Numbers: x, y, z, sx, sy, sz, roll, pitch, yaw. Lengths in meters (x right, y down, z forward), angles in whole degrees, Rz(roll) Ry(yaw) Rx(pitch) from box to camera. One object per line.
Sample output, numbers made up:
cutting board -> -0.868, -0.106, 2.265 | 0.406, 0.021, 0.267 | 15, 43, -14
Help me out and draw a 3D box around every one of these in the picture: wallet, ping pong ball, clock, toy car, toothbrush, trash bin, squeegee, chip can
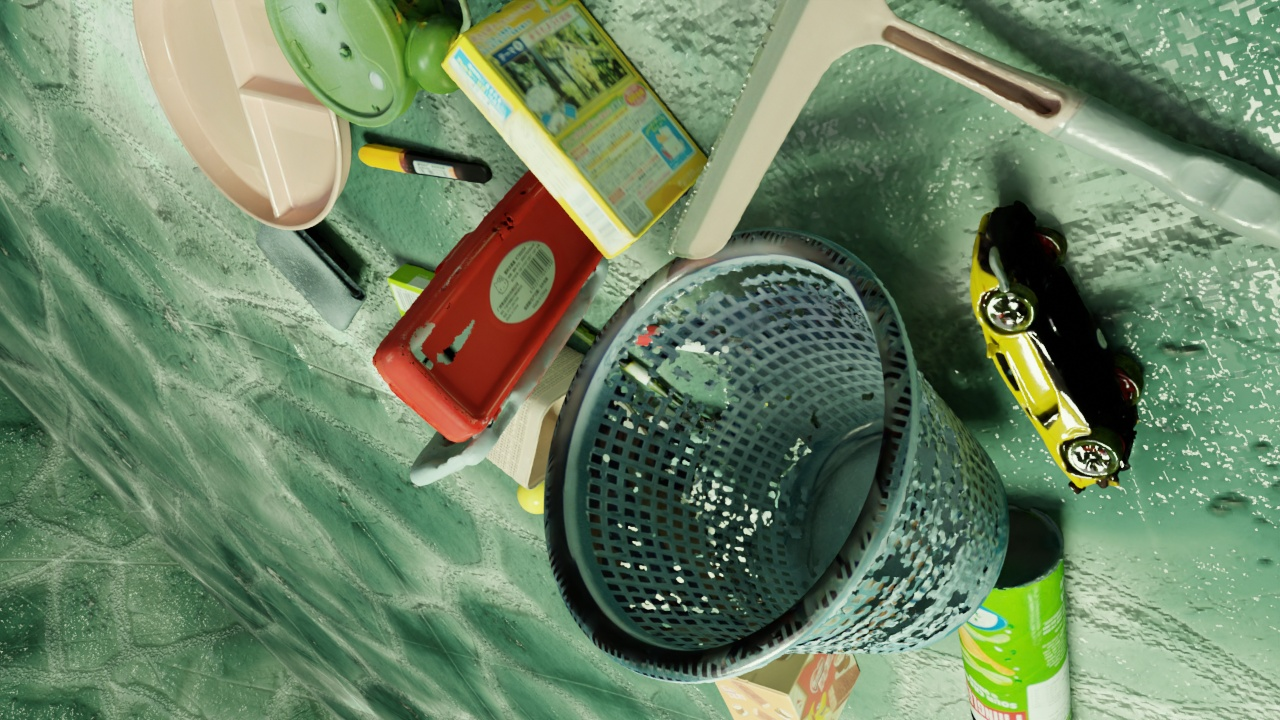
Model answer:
wallet -> -0.305, -0.086, 0.844 | 0.121, 0.019, 0.097 | 47, 150, -8
ping pong ball -> -0.100, 0.129, 0.895 | 0.040, 0.040, 0.040 | 25, 141, 21
clock -> -0.166, -0.215, 0.577 | 0.161, 0.056, 0.116 | 1, 129, 42
toy car -> 0.202, -0.007, 0.451 | 0.041, 0.071, 0.156 | -19, 112, 46
toothbrush -> -0.004, 0.004, 0.700 | 0.186, 0.012, 0.017 | 35, 138, 8
trash bin -> 0.091, 0.070, 0.505 | 0.227, 0.226, 0.195 | -5, 156, 45
squeegee -> 0.173, -0.105, 0.384 | 0.249, 0.040, 0.248 | 26, 114, 0
chip can -> 0.254, 0.201, 0.622 | 0.072, 0.072, 0.236 | 9, 133, 36

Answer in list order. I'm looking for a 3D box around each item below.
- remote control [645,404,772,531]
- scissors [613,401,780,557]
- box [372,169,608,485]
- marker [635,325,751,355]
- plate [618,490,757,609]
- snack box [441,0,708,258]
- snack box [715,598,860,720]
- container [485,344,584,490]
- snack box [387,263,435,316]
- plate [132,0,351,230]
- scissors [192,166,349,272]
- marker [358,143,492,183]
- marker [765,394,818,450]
remote control -> 0.062, 0.093, 0.724 | 0.150, 0.021, 0.058 | 34, 143, 9
scissors -> 0.040, 0.092, 0.708 | 0.181, 0.019, 0.170 | -13, 111, 41
box -> -0.098, -0.025, 0.587 | 0.101, 0.200, 0.102 | -20, 120, 43
marker -> 0.050, -0.012, 0.629 | 0.145, 0.017, 0.017 | 8, 133, 37
plate -> 0.003, 0.176, 0.855 | 0.162, 0.034, 0.267 | 47, 144, -8
snack box -> -0.032, -0.136, 0.512 | 0.140, 0.086, 0.034 | 50, 143, -13
snack box -> 0.127, 0.269, 0.790 | 0.077, 0.092, 0.094 | 4, 131, 40
container -> -0.100, 0.028, 0.737 | 0.111, 0.090, 0.090 | 30, 127, 20
snack box -> -0.166, -0.009, 0.821 | 0.086, 0.026, 0.156 | 18, 138, 29
plate -> -0.308, -0.212, 0.714 | 0.230, 0.028, 0.230 | 22, 132, 25
scissors -> -0.337, -0.165, 0.816 | 0.221, 0.021, 0.234 | -15, 118, 49
marker -> -0.160, -0.147, 0.682 | 0.124, 0.015, 0.018 | 15, 139, 27
marker -> 0.121, 0.057, 0.638 | 0.124, 0.015, 0.018 | 48, 147, -12
